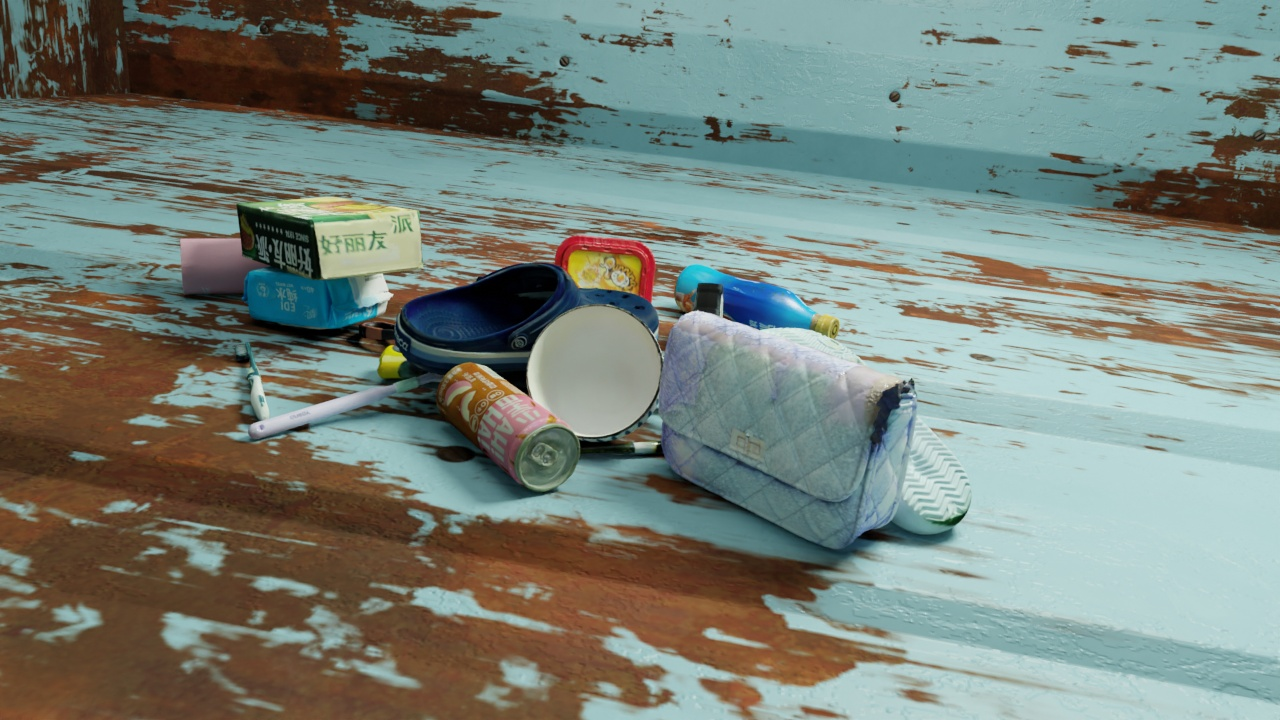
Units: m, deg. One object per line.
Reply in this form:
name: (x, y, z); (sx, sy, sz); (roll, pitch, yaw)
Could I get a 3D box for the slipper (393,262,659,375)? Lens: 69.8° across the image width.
slipper: (-0.099, -0.047, 0.844); (0.252, 0.095, 0.105); (-5, 41, -28)

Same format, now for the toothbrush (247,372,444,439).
toothbrush: (-0.240, 0.033, 0.783); (0.188, 0.021, 0.029); (-20, 76, -37)

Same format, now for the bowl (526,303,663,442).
bowl: (-0.034, 0.016, 0.790); (0.116, 0.116, 0.066); (10, -12, 11)

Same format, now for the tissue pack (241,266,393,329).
tissue pack: (-0.350, -0.070, 0.994); (0.140, 0.063, 0.089); (7, 16, 24)

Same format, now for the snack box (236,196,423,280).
snack box: (-0.336, -0.133, 0.979); (0.114, 0.063, 0.240); (-13, 19, -37)

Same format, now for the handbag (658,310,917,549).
handbag: (0.102, 0.049, 0.688); (0.194, 0.134, 0.075); (21, 23, 38)

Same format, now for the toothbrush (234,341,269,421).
toothbrush: (-0.351, 0.017, 0.827); (0.018, 0.016, 0.191); (-14, 25, -22)

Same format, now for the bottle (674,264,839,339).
bottle: (0.143, -0.066, 1.138); (0.219, 0.065, 0.065); (20, 24, 36)

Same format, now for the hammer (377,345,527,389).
hammer: (-0.086, 0.019, 0.878); (0.323, 0.032, 0.126); (7, 19, 3)

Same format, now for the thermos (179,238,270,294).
thermos: (-0.445, -0.112, 1.109); (0.198, 0.067, 0.087); (-4, -8, -26)

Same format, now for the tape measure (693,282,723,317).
tape measure: (0.078, -0.049, 1.068); (0.033, 0.066, 0.065); (5, 46, 8)

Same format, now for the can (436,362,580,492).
can: (-0.110, 0.050, 0.737); (0.057, 0.058, 0.147); (-8, 23, -35)

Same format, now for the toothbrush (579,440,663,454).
toothbrush: (0.009, 0.075, 0.772); (0.185, 0.012, 0.017); (-2, 26, -21)

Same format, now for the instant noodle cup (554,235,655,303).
instant noodle cup: (-0.044, -0.089, 1.096); (0.116, 0.116, 0.123); (5, 8, -2)

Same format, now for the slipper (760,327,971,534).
slipper: (0.163, 0.056, 0.759); (0.103, 0.074, 0.245); (-22, 51, -32)

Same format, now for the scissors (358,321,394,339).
scissors: (-0.200, -0.028, 0.951); (0.205, 0.015, 0.197); (0, 9, 2)
